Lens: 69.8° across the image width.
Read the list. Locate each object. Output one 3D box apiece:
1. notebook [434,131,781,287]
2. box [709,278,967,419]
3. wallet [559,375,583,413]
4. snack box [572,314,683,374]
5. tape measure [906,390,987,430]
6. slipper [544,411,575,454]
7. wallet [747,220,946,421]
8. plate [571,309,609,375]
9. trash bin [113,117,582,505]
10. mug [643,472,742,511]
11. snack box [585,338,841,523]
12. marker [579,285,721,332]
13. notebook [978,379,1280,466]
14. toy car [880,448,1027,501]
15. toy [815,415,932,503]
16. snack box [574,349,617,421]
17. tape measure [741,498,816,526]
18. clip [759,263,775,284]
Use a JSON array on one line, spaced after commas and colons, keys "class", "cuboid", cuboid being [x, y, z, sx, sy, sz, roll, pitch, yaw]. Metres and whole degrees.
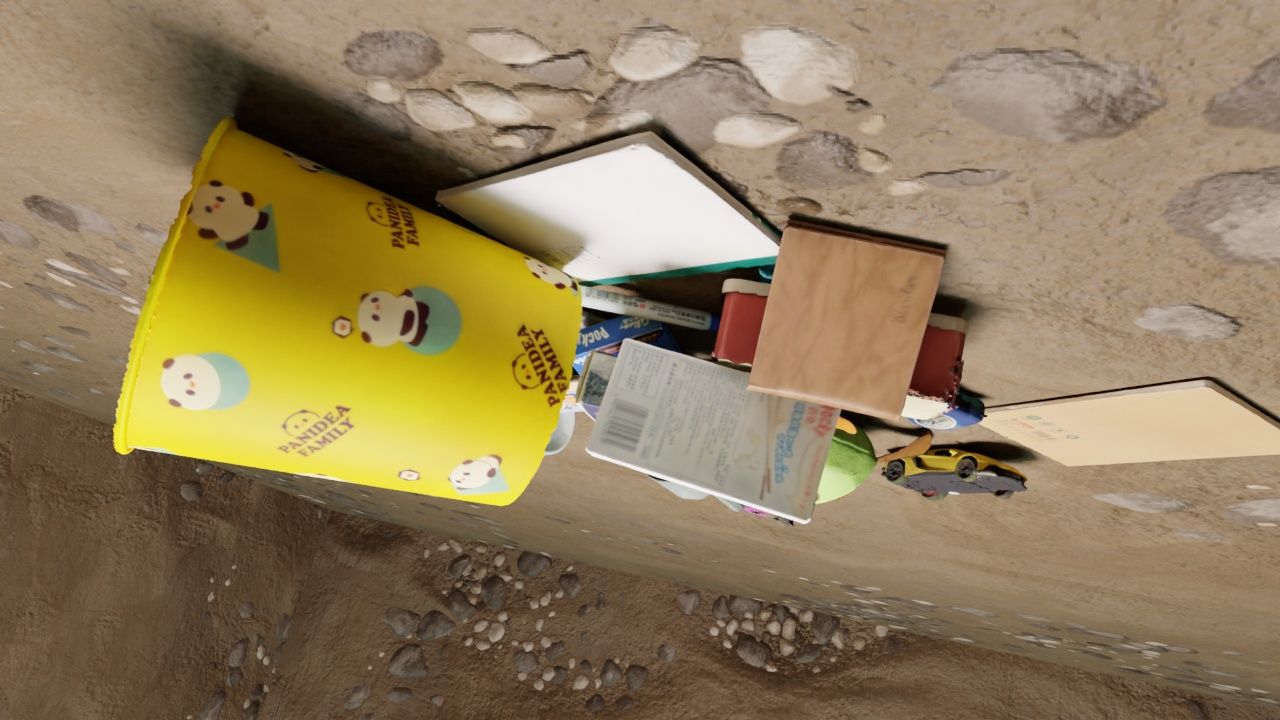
[{"class": "notebook", "cuboid": [-0.021, -0.091, 0.620, 0.210, 0.012, 0.150, -3, 157, 44]}, {"class": "box", "cuboid": [0.134, 0.001, 0.650, 0.168, 0.076, 0.091, 11, 171, 7]}, {"class": "wallet", "cuboid": [-0.088, 0.032, 0.895, 0.115, 0.024, 0.087, -3, 160, -6]}, {"class": "snack box", "cuboid": [-0.005, 0.005, 0.815, 0.084, 0.026, 0.157, -17, 155, 8]}, {"class": "tape measure", "cuboid": [0.254, 0.039, 0.776, 0.054, 0.025, 0.058, 23, 156, -19]}, {"class": "slipper", "cuboid": [-0.143, 0.048, 0.980, 0.074, 0.104, 0.245, 10, 168, 37]}, {"class": "wallet", "cuboid": [0.127, -0.024, 0.577, 0.101, 0.115, 0.020, 11, -158, 6]}, {"class": "plate", "cuboid": [-0.068, -0.011, 0.872, 0.179, 0.024, 0.180, 13, 161, 4]}, {"class": "trash bin", "cuboid": [-0.194, -0.015, 0.649, 0.255, 0.229, 0.230, 18, 162, -21]}, {"class": "mug", "cuboid": [0.062, 0.122, 1.038, 0.124, 0.083, 0.103, 40, 177, 28]}, {"class": "snack box", "cuboid": [0.049, 0.046, 0.622, 0.157, 0.084, 0.027, 17, 169, 11]}, {"class": "marker", "cuboid": [0.011, -0.039, 0.726, 0.146, 0.016, 0.017, 11, 162, -2]}, {"class": "notebook", "cuboid": [0.397, 0.057, 0.747, 0.147, 0.008, 0.208, 23, 160, -26]}, {"class": "toy car", "cuboid": [0.314, 0.113, 0.920, 0.071, 0.041, 0.156, 24, 161, -28]}, {"class": "toy", "cuboid": [0.147, 0.086, 0.894, 0.246, 0.089, 0.228, 16, 153, -18]}, {"class": "snack box", "cuboid": [0.055, 0.051, 0.729, 0.182, 0.045, 0.178, 13, 169, 10]}, {"class": "tape measure", "cuboid": [0.104, 0.104, 0.697, 0.057, 0.039, 0.057, 19, 167, -26]}, {"class": "clip", "cuboid": [0.108, -0.057, 0.623, 0.056, 0.014, 0.043, 9, 162, 9]}]
